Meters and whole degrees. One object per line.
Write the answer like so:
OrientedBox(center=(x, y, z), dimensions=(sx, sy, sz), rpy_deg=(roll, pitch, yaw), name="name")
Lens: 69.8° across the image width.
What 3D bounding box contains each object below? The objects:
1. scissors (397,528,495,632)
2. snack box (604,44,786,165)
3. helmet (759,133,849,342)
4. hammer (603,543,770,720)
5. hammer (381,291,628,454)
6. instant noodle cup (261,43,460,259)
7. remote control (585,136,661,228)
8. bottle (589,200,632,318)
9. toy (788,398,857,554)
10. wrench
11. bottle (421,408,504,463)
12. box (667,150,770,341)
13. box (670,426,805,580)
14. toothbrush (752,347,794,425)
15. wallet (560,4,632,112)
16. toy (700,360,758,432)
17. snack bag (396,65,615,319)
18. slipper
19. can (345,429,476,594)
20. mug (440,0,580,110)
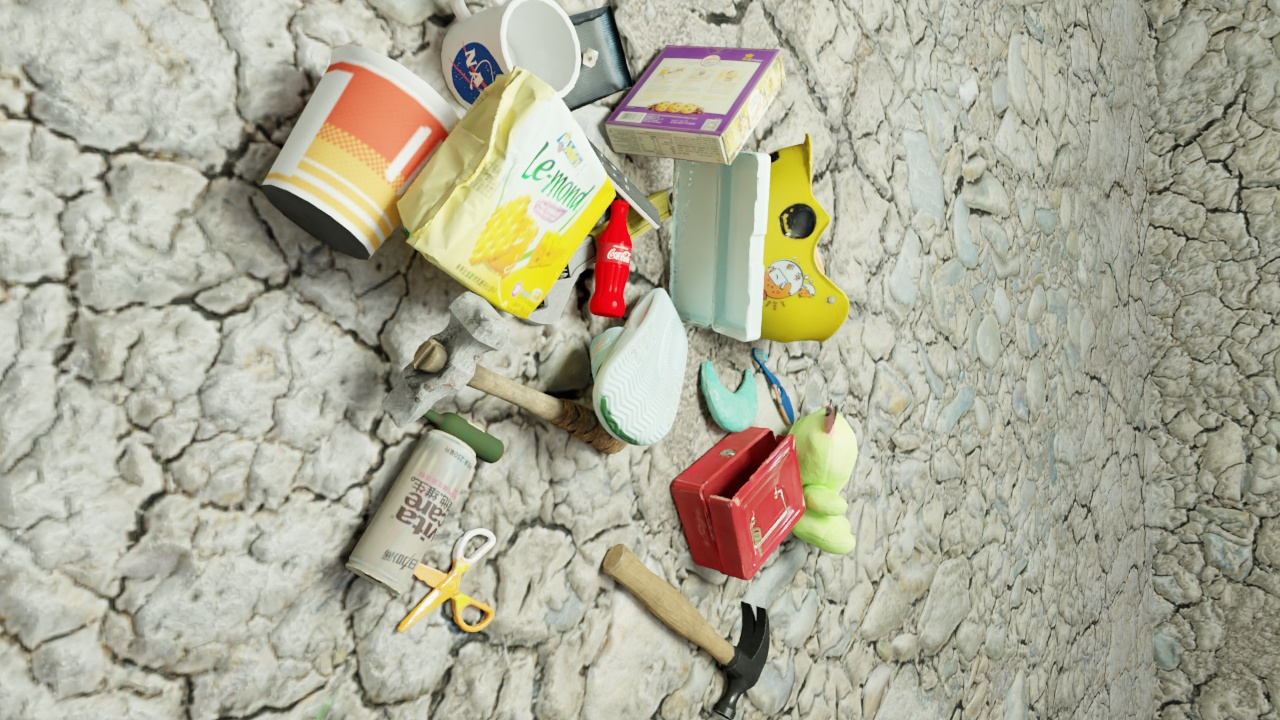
OrientedBox(center=(-0.173, 0.202, 0.847), dimensions=(0.125, 0.011, 0.128), rpy_deg=(42, 60, -40), name="scissors")
OrientedBox(center=(0.059, -0.275, 0.974), dimensions=(0.147, 0.143, 0.041), rpy_deg=(-57, 145, -28), name="snack box")
OrientedBox(center=(0.149, -0.130, 1.068), dimensions=(0.209, 0.140, 0.240), rpy_deg=(-35, 114, -83), name="helmet")
OrientedBox(center=(0.057, 0.300, 1.074), dimensions=(0.305, 0.040, 0.132), rpy_deg=(48, 62, -35), name="hammer")
OrientedBox(center=(-0.098, 0.041, 0.858), dimensions=(0.121, 0.049, 0.318), rpy_deg=(-49, 147, 7), name="hammer")
OrientedBox(center=(-0.219, -0.155, 0.718), dimensions=(0.123, 0.124, 0.121), rpy_deg=(42, 69, -38), name="instant noodle cup")
OrientedBox(center=(-0.030, -0.193, 0.952), dimensions=(0.146, 0.008, 0.045), rpy_deg=(41, 22, -28), name="remote control")
OrientedBox(center=(-0.028, -0.105, 0.941), dimensions=(0.036, 0.036, 0.119), rpy_deg=(12, 82, -46), name="bottle")
OrientedBox(center=(0.232, 0.151, 1.198), dimensions=(0.150, 0.107, 0.197), rpy_deg=(-38, 119, -80), name="toy")
OrientedBox(center=(-0.038, -0.122, 0.971), dimensions=(0.272, 0.018, 0.084), rpy_deg=(-37, 117, -39), name="wrench")
OrientedBox(center=(-0.168, 0.064, 0.838), dimensions=(0.106, 0.025, 0.025), rpy_deg=(38, 65, -40), name="bottle")
OrientedBox(center=(0.084, -0.128, 0.992), dimensions=(0.040, 0.135, 0.197), rpy_deg=(-9, 108, -35), name="box")
OrientedBox(center=(0.123, 0.167, 1.106), dimensions=(0.157, 0.093, 0.129), rpy_deg=(-36, 118, -43), name="box")
OrientedBox(center=(0.179, 0.035, 1.203), dimensions=(0.021, 0.017, 0.135), rpy_deg=(-49, 124, -31), name="toothbrush")
OrientedBox(center=(-0.059, -0.307, 0.938), dimensions=(0.114, 0.026, 0.089), rpy_deg=(-34, 115, -40), name="wallet")
OrientedBox(center=(0.111, 0.046, 1.126), dimensions=(0.105, 0.033, 0.085), rpy_deg=(9, 71, -48), name="toy")
OrientedBox(center=(-0.108, -0.131, 0.776), dimensions=(0.159, 0.068, 0.247), rpy_deg=(-56, 165, -3), name="snack bag")
OrientedBox(center=(-0.006, 0.006, 0.945), dimensions=(0.104, 0.074, 0.244), rpy_deg=(63, 24, -22), name="slipper")
OrientedBox(center=(-0.195, 0.128, 0.791), dimensions=(0.054, 0.054, 0.135), rpy_deg=(47, 59, -36), name="can")
OrientedBox(center=(-0.124, -0.286, 0.825), dimensions=(0.090, 0.090, 0.121), rpy_deg=(-53, 126, -31), name="mug")
